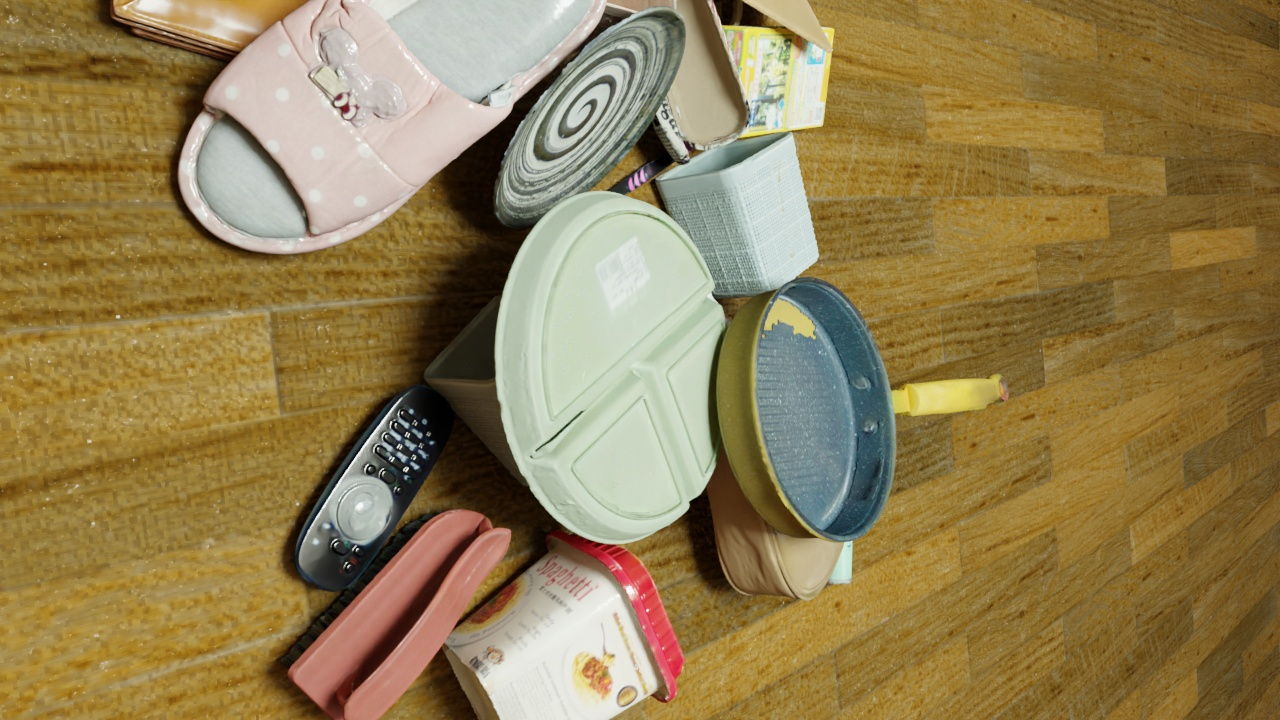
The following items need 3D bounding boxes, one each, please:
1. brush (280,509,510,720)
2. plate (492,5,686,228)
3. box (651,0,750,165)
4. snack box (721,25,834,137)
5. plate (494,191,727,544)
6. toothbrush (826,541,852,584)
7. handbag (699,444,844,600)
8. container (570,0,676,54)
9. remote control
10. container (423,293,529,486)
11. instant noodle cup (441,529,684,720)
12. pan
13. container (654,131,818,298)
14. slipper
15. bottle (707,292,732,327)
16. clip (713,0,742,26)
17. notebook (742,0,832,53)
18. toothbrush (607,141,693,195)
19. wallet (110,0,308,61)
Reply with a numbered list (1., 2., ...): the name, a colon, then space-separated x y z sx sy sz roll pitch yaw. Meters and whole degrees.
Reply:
1. brush: -0.138 0.150 0.553 0.145 0.069 0.063 -50 126 -31
2. plate: -0.037 -0.162 0.609 0.024 0.180 0.179 44 54 10
3. box: 0.025 -0.235 0.704 0.162 0.075 0.085 68 24 -17
4. snack box: 0.115 -0.243 0.794 0.140 0.034 0.087 -23 124 -46
5. plate: -0.004 0.003 0.594 0.229 0.028 0.230 8 81 -53
6. toothbrush: 0.193 0.102 0.883 0.027 0.026 0.224 4 87 -20
7. handbag: 0.108 0.089 0.765 0.147 0.100 0.204 -18 101 -49
8. container: -0.047 -0.263 0.618 0.089 0.111 0.090 -3 91 -42
9. remote control: -0.164 0.075 0.563 0.053 0.024 0.136 47 62 -34
10. container: -0.064 0.024 0.613 0.090 0.090 0.114 -51 124 -30
11. instant noodle cup: -0.054 0.192 0.610 0.124 0.116 0.117 -30 109 -26
12. pan: 0.195 0.034 0.738 0.356 0.078 0.197 -1 82 -49
13. container: 0.083 -0.114 0.749 0.089 0.090 0.111 -35 115 -36
14. slipper: -0.131 -0.158 0.509 0.274 0.054 0.114 -37 107 -7
15. bottle: 0.028 -0.043 0.712 0.108 0.063 0.063 32 69 -37
16. clip: 0.058 -0.272 0.765 0.098 0.035 0.099 -30 113 -37
17. notebook: 0.063 -0.336 0.735 0.211 0.012 0.149 11 50 -42
18. toothbrush: 0.005 -0.148 0.726 0.188 0.018 0.014 -40 124 -37
19. wallet: -0.237 -0.234 0.502 0.118 0.035 0.130 5 86 -49
